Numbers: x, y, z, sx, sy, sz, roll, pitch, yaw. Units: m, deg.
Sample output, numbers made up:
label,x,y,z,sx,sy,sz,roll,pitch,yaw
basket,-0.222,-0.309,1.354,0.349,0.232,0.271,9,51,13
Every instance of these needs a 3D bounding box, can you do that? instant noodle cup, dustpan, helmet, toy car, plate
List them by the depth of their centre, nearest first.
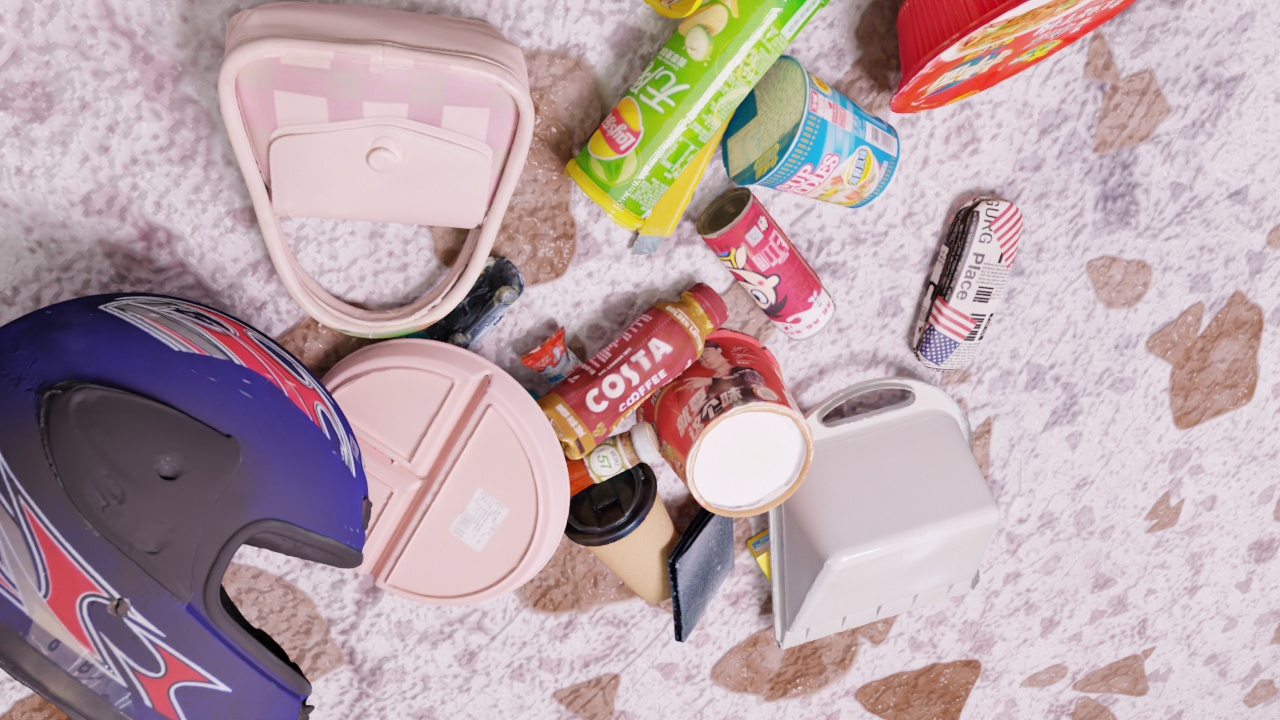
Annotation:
label,x,y,z,sx,sy,sz,roll,pitch,yaw
helmet,-0.301,0.099,0.606,0.315,0.248,0.239,45,67,-10
instant noodle cup,0.257,-0.250,0.648,0.194,0.194,0.066,-22,86,-4
instant noodle cup,0.134,-0.164,0.692,0.109,0.099,0.099,14,112,-29
toy car,-0.125,-0.040,0.710,0.091,0.043,0.034,-45,146,12
plate,-0.168,0.095,0.716,0.230,0.028,0.230,4,109,12
instant noodle cup,0.075,0.057,0.774,0.137,0.108,0.138,-6,117,-12
dustpan,0.222,0.142,0.878,0.222,0.142,0.258,-14,147,-8

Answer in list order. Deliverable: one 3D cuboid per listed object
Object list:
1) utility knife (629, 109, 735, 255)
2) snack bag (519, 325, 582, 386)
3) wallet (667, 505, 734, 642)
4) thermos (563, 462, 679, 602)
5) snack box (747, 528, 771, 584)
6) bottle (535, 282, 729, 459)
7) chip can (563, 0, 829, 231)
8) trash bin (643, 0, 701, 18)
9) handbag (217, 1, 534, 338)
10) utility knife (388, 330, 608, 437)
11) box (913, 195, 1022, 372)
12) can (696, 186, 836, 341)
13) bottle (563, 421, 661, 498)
label,x,y,z,sx,sy,sz,roll,pitch,yaw
utility knife,0.035,-0.155,0.709,0.033,0.015,0.172,26,108,-4
snack bag,-0.055,0.018,0.765,0.048,0.026,0.104,-37,119,-2
wallet,0.058,0.186,0.843,0.019,0.120,0.097,9,121,27
thermos,-0.009,0.151,0.816,0.093,0.093,0.143,-31,129,1
snack box,0.185,0.181,0.912,0.140,0.033,0.087,-30,119,3
bottle,-0.004,0.004,0.737,0.174,0.057,0.057,-40,121,-13
chip can,0.040,-0.197,0.648,0.072,0.072,0.222,34,108,-27
trash bin,0.089,-0.356,0.514,0.255,0.229,0.230,-28,120,-7
handbag,-0.182,-0.120,0.639,0.193,0.093,0.235,2,124,-16
utility knife,-0.114,0.025,0.761,0.218,0.013,0.029,29,106,-27
box,0.287,-0.067,0.813,0.068,0.051,0.164,10,112,-9
can,0.105,-0.076,0.746,0.053,0.053,0.133,-41,119,7
bottle,-0.082,0.102,0.763,0.206,0.059,0.060,-22,120,9
